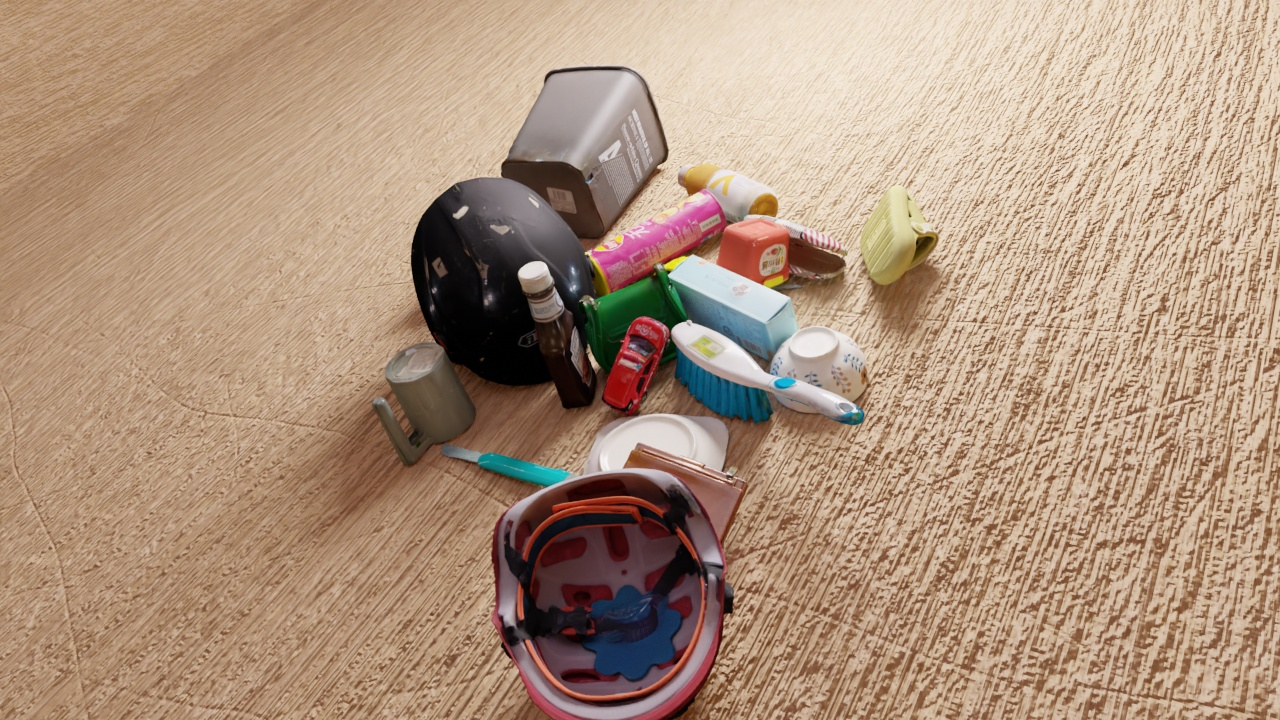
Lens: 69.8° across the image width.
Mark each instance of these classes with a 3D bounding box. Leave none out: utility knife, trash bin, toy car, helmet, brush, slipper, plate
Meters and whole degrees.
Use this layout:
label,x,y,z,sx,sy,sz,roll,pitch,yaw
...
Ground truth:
label,x,y,z,sx,sy,sz,roll,pitch,yaw
utility knife,-0.161,0.124,1.091,0.222,0.013,0.029,10,45,35
trash bin,-0.092,-0.325,1.461,0.199,0.199,0.219,6,51,27
toy car,0.051,-0.123,1.264,0.048,0.032,0.105,-37,20,-16
toy car,-0.007,0.006,1.100,0.053,0.045,0.120,23,91,16
helmet,-0.181,-0.105,1.217,0.233,0.230,0.274,-30,60,-11
brush,0.131,0.031,1.011,0.060,0.109,0.314,-32,41,-20
slipper,0.334,-0.150,1.177,0.081,0.092,0.190,28,34,-7
plate,0.011,0.112,1.024,0.164,0.034,0.163,-2,42,18
helmet,-0.017,0.225,0.820,0.207,0.144,0.239,-16,53,4

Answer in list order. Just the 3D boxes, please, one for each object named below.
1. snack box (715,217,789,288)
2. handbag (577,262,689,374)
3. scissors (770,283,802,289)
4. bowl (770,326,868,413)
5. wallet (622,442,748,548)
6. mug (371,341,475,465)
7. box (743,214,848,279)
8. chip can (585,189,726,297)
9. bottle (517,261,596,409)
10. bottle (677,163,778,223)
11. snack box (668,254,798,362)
label,x,y,z,sx,sy,sz,roll,pitch,yaw
snack box,0.145,-0.138,1.192,0.091,0.080,0.082,-22,38,-40
handbag,-0.007,-0.049,1.151,0.131,0.120,0.068,-24,34,-4
scissors,0.131,-0.105,1.247,0.176,0.012,0.162,-8,41,10
bowl,0.203,0.001,1.055,0.113,0.062,0.113,-10,41,8
wallet,0.035,0.142,0.941,0.131,0.035,0.118,19,67,23
mug,-0.275,0.053,1.148,0.084,0.103,0.123,9,45,31
box,0.208,-0.167,1.234,0.074,0.081,0.163,-25,35,-32
chip can,0.020,-0.169,1.318,0.210,0.071,0.071,-31,41,-16
bottle,-0.100,-0.032,1.106,0.044,0.195,0.079,-8,40,12
bottle,0.125,-0.251,1.375,0.068,0.068,0.189,-34,41,-18
snack box,0.116,-0.066,1.147,0.051,0.074,0.175,-43,48,-19
